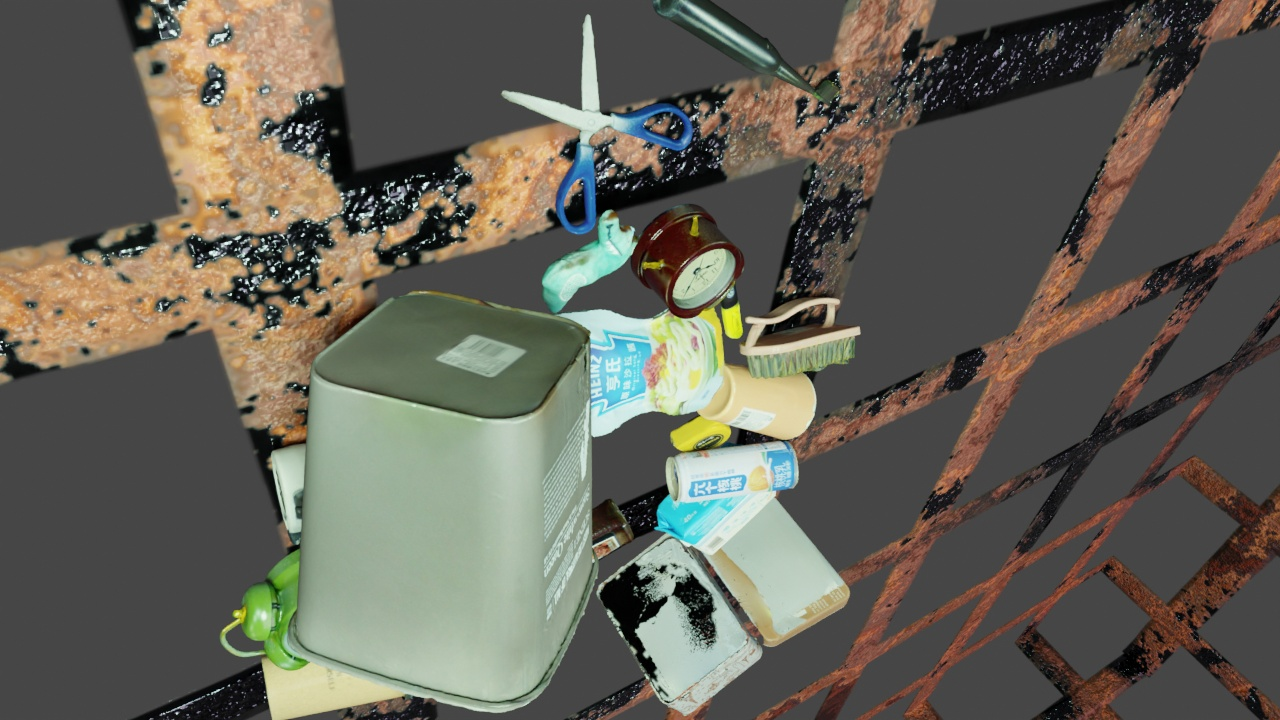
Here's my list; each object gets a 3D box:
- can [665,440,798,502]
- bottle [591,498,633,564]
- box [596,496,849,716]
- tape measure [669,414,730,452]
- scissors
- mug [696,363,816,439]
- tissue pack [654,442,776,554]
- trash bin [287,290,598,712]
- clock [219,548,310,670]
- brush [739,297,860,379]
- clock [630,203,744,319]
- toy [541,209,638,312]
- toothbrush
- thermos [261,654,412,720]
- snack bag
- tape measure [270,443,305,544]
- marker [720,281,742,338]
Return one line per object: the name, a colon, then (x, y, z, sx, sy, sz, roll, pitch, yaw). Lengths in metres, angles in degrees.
can: (0.098, 0.120, 0.988, 0.134, 0.053, 0.053, -6, 136, -14)
bottle: (-0.100, 0.223, 0.992, 0.194, 0.044, 0.080, -32, 152, -9)
box: (0.101, 0.286, 1.128, 0.271, 0.178, 0.107, -30, 145, -11)
tape measure: (0.067, 0.076, 0.992, 0.060, 0.029, 0.057, -30, 151, 17)
scissors: (-0.028, -0.163, 0.657, 0.162, 0.012, 0.176, -15, 137, -29)
mug: (0.116, 0.040, 0.960, 0.122, 0.078, 0.078, 10, 123, -42)
tissue pack: (0.087, 0.162, 1.074, 0.140, 0.063, 0.090, -44, 143, 5)
trash bin: (-0.128, 0.087, 0.649, 0.198, 0.199, 0.220, -61, 162, -61)
clock: (-0.281, 0.216, 0.800, 0.161, 0.056, 0.116, -20, 140, -12)
brush: (0.155, -0.024, 0.929, 0.145, 0.063, 0.073, -12, 103, -40)
clock: (0.044, -0.079, 0.777, 0.082, 0.055, 0.122, -43, 146, 5)
toy: (-0.039, -0.080, 0.718, 0.091, 0.030, 0.096, -34, 163, -13)
toothbrush: (0.088, -0.227, 0.678, 0.212, 0.026, 0.027, 9, 135, -47)
thermos: (-0.279, 0.290, 0.871, 0.143, 0.093, 0.093, -10, 136, -24)
snack bag: (-0.005, 0.005, 0.816, 0.190, 0.039, 0.110, -10, 111, -39)
tape measure: (-0.255, 0.096, 0.691, 0.033, 0.065, 0.066, -13, 139, -27)
marker: (0.084, -0.061, 0.867, 0.018, 0.015, 0.124, -35, 146, -13)
